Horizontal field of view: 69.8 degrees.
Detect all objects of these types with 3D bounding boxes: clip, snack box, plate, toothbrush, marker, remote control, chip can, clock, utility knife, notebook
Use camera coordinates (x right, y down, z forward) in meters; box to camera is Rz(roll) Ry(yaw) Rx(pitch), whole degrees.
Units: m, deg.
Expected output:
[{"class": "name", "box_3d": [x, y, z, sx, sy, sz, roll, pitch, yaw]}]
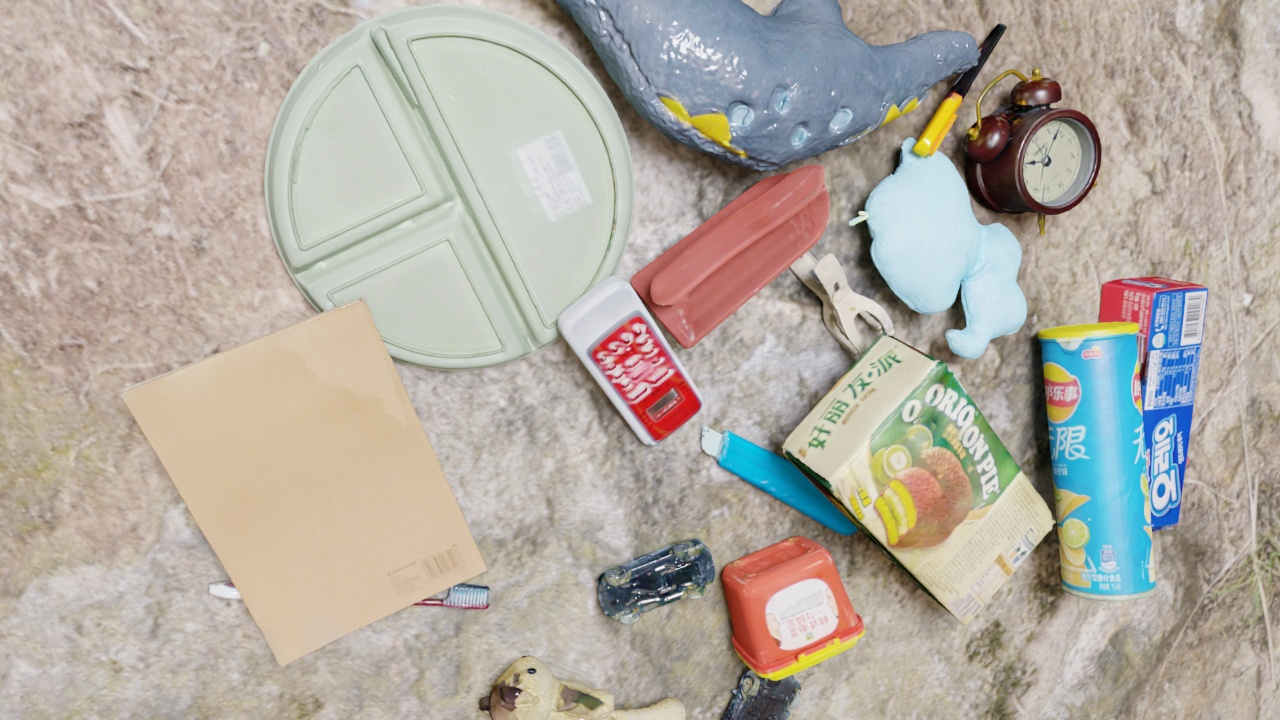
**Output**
[{"class": "clip", "box_3d": [0.144, -0.044, 0.668, 0.034, 0.070, 0.100, -46, 118, 0]}, {"class": "snack box", "box_3d": [0.415, 0.038, 0.759, 0.057, 0.058, 0.208, -6, 105, -16]}, {"class": "plate", "box_3d": [-0.113, -0.099, 0.569, 0.230, 0.027, 0.230, -4, 111, -12]}, {"class": "toothbrush", "box_3d": [-0.196, 0.159, 0.631, 0.187, 0.016, 0.017, 8, 93, -19]}, {"class": "marker", "box_3d": [0.229, -0.193, 0.651, 0.015, 0.018, 0.123, 34, 76, 4]}, {"class": "remote control", "box_3d": [-0.004, 0.004, 0.625, 0.056, 0.020, 0.136, -37, 129, -4]}, {"class": "snack box", "box_3d": [0.112, 0.185, 0.696, 0.091, 0.082, 0.080, -20, 99, -12]}, {"class": "chip can", "box_3d": [0.361, 0.077, 0.723, 0.071, 0.071, 0.210, -8, 94, -15]}, {"class": "snack box", "box_3d": [0.213, 0.095, 0.681, 0.114, 0.063, 0.240, -48, 126, -1]}, {"class": "clock", "box_3d": [0.282, -0.156, 0.670, 0.082, 0.055, 0.122, -42, 114, -2]}, {"class": "utility knife", "box_3d": [0.111, 0.091, 0.704, 0.161, 0.018, 0.034, 29, 91, -19]}, {"class": "notebook", "box_3d": [-0.204, 0.082, 0.586, 0.149, 0.012, 0.211, -23, 113, -10]}]

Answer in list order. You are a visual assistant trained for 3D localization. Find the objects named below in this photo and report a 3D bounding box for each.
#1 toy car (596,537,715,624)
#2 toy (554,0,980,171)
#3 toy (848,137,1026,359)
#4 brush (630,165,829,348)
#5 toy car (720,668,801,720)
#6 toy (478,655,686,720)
[{"class": "toy car", "box_3d": [0.011, 0.161, 0.683, 0.090, 0.034, 0.043, -21, 111, -9]}, {"class": "toy", "box_3d": [0.061, -0.194, 0.578, 0.356, 0.091, 0.138, 11, 88, -21]}, {"class": "toy", "box_3d": [0.221, -0.080, 0.672, 0.156, 0.050, 0.161, -3, 92, -26]}, {"class": "brush", "box_3d": [0.067, -0.075, 0.613, 0.145, 0.069, 0.063, -38, 75, -5]}, {"class": "toy car", "box_3d": [0.089, 0.290, 0.740, 0.049, 0.031, 0.105, 26, 97, -22]}, {"class": "toy", "box_3d": [-0.039, 0.261, 0.684, 0.157, 0.066, 0.105, 19, 140, -24]}]
